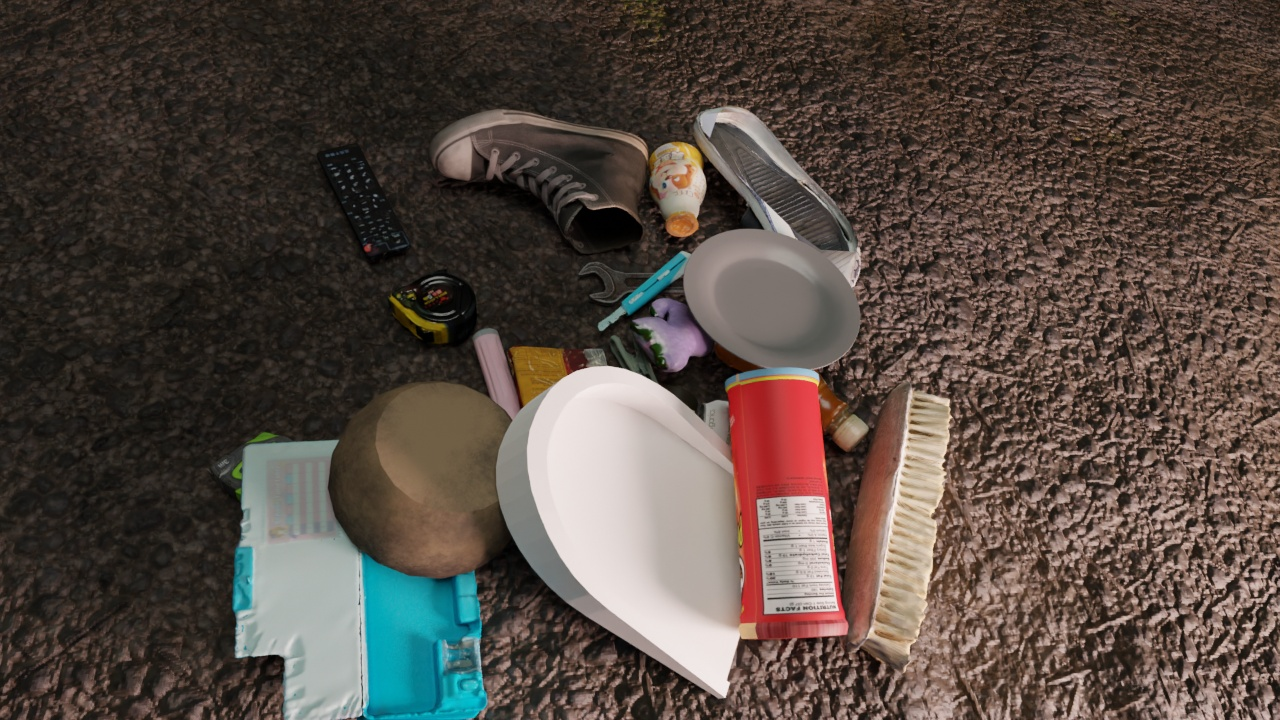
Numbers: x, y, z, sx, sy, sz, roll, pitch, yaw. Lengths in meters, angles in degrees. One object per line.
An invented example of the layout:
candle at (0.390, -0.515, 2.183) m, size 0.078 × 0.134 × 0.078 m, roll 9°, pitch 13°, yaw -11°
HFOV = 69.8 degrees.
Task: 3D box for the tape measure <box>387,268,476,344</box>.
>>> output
tape measure at (-0.193, -0.050, 0.879) m, size 0.071 × 0.042 × 0.072 m, roll -33°, pitch 63°, yaw -29°

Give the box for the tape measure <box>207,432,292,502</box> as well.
tape measure at (-0.312, 0.094, 0.763) m, size 0.059 × 0.036 × 0.065 m, roll 36°, pitch 56°, yaw 24°

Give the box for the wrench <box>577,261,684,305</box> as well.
wrench at (0.071, -0.081, 0.971) m, size 0.273 × 0.010 × 0.070 m, roll -1°, pitch 56°, yaw -12°

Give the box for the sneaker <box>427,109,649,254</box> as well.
sneaker at (-0.105, -0.184, 0.961) m, size 0.234 × 0.095 × 0.119 m, roll 8°, pitch 55°, yaw -15°

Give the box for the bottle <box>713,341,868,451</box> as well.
bottle at (0.147, 0.022, 0.886) m, size 0.167 × 0.059 × 0.059 m, roll 43°, pitch 59°, yaw 17°

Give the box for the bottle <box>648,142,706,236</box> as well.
bottle at (0.042, -0.186, 1.005) m, size 0.063 × 0.063 × 0.109 m, roll 2°, pitch 56°, yaw -10°

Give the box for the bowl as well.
bowl at (-0.160, 0.085, 0.730) m, size 0.162 × 0.070 × 0.162 m, roll 15°, pitch 49°, yaw -19°

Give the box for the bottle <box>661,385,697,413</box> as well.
bottle at (0.011, 0.107, 0.809) m, size 0.045 × 0.045 × 0.184 m, roll 17°, pitch 55°, yaw 0°

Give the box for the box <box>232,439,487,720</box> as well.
box at (-0.217, 0.164, 0.708) m, size 0.181 × 0.039 × 0.226 m, roll 4°, pitch 55°, yaw -25°

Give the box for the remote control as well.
remote control at (-0.288, -0.163, 0.951) m, size 0.047 × 0.022 × 0.150 m, roll -20°, pitch 64°, yaw -23°

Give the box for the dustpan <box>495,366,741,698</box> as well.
dustpan at (0.010, 0.118, 0.734) m, size 0.257 × 0.053 × 0.191 m, roll 36°, pitch 53°, yaw -17°

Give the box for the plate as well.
plate at (0.127, -0.059, 0.894) m, size 0.178 × 0.012 × 0.178 m, roll 7°, pitch 53°, yaw -9°

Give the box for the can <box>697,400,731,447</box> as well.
can at (0.103, 0.069, 0.848) m, size 0.101 × 0.055 × 0.054 m, roll 10°, pitch 55°, yaw -5°

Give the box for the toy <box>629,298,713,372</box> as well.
toy at (0.028, -0.027, 0.899) m, size 0.080 × 0.037 × 0.099 m, roll 50°, pitch 36°, yaw 16°

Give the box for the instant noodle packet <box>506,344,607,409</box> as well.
instant noodle packet at (-0.066, 0.039, 0.834) m, size 0.098 × 0.040 × 0.135 m, roll 5°, pitch 52°, yaw -32°

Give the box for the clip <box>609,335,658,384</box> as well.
clip at (-0.004, 0.005, 0.891) m, size 0.037 × 0.023 × 0.075 m, roll -12°, pitch 62°, yaw -20°

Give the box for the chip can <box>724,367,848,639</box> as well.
chip can at (0.118, 0.119, 0.762) m, size 0.087 × 0.087 × 0.213 m, roll 0°, pitch 74°, yaw -11°

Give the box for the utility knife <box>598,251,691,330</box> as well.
utility knife at (0.007, -0.068, 0.935) m, size 0.022 × 0.015 × 0.140 m, roll 38°, pitch 60°, yaw 18°

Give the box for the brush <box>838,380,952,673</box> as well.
brush at (0.225, 0.136, 0.810) m, size 0.056 × 0.083 × 0.270 m, roll 20°, pitch 54°, yaw 2°

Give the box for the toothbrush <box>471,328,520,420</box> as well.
toothbrush at (-0.112, 0.066, 0.826) m, size 0.026 × 0.027 × 0.222 m, roll -10°, pitch 60°, yaw -22°

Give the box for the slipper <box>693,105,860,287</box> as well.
slipper at (0.146, -0.170, 1.011) m, size 0.111 × 0.063 × 0.263 m, roll -24°, pitch 72°, yaw -33°
